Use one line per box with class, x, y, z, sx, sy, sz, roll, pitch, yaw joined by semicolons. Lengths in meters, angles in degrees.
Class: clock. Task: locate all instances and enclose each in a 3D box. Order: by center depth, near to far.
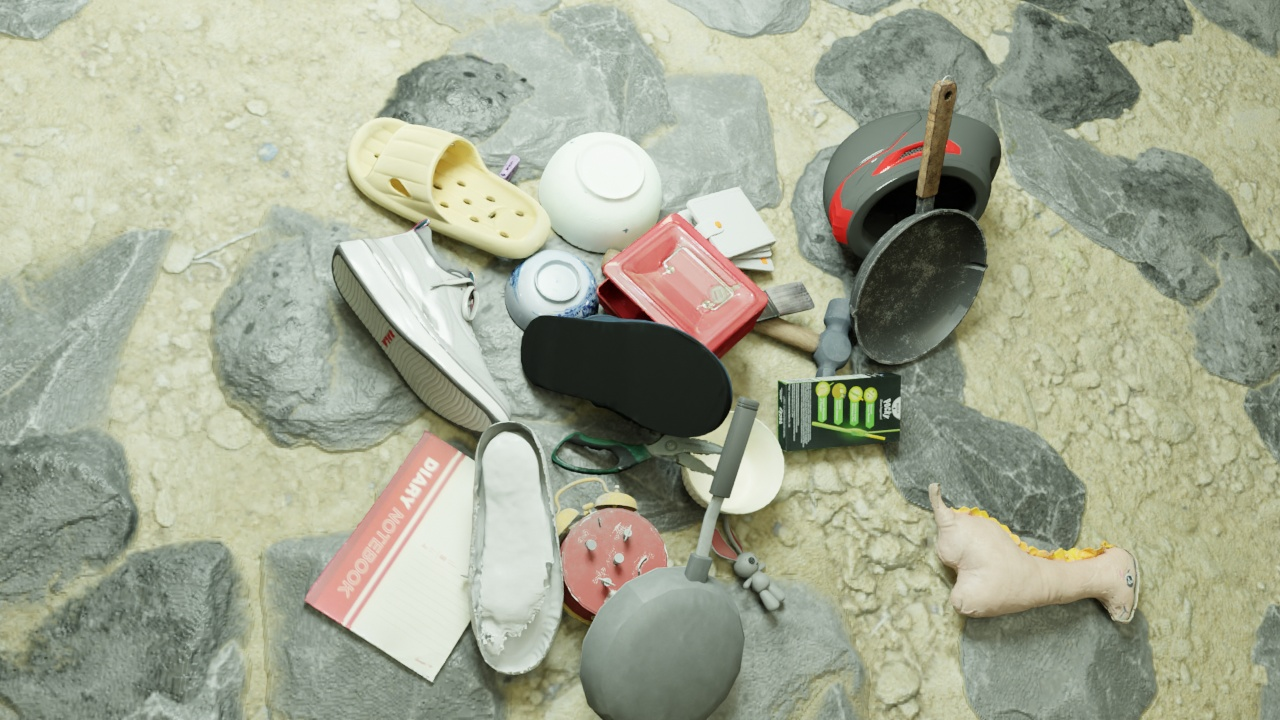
clock;-0.037;0.197;0.950;0.117;0.081;0.158;-18;75;-20

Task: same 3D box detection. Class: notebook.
notebook;-0.218;0.196;0.943;0.153;0.012;0.208;33;67;-2

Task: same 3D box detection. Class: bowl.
bowl;0.095;0.120;1.022;0.115;0.063;0.115;5;69;-12
bowl;-0.098;-0.083;1.059;0.114;0.045;0.114;5;69;-12
bowl;-0.043;-0.213;1.108;0.153;0.073;0.153;5;68;-12

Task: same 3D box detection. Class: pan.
pan;0.056;0.209;0.899;0.178;0.041;0.357;16;93;-28
pan;0.327;-0.156;1.068;0.207;0.358;0.040;-18;35;-21

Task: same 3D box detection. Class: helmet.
helmet;0.336;-0.230;1.159;0.264;0.164;0.169;-11;43;-11

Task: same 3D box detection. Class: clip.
clip;-0.160;-0.230;1.107;0.014;0.042;0.052;25;79;-2

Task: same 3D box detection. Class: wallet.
wallet;0.114;-0.152;1.130;0.118;0.038;0.115;-24;76;-42

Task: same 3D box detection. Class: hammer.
hammer;0.104;-0.062;1.110;0.321;0.040;0.129;21;70;-5

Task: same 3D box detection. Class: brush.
brush;0.134;-0.063;1.091;0.151;0.012;0.039;-14;80;-11

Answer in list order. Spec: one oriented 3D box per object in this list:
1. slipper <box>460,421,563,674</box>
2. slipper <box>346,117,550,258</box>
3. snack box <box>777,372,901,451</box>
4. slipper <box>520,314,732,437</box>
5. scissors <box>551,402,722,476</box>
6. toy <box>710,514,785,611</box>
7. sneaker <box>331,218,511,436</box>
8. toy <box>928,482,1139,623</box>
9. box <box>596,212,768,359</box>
slipper;-0.129;0.186;0.919;0.112;0.074;0.246;-5;82;13
slipper;-0.223;-0.206;1.050;0.261;0.079;0.111;29;67;3
snack box;0.234;0.060;1.081;0.147;0.025;0.080;-4;99;-15
slipper;-0.006;0.006;0.986;0.083;0.266;0.109;-6;106;-54
scissors;0.012;0.068;1.005;0.210;0.015;0.141;4;58;16
toy;0.117;0.224;1.006;0.111;0.030;0.049;51;38;5
sneaker;-0.209;-0.038;0.992;0.128;0.097;0.263;-36;87;-33
toy;0.467;0.225;1.077;0.264;0.065;0.196;-5;76;-17
box;0.044;-0.065;1.035;0.134;0.113;0.157;-39;76;-18
